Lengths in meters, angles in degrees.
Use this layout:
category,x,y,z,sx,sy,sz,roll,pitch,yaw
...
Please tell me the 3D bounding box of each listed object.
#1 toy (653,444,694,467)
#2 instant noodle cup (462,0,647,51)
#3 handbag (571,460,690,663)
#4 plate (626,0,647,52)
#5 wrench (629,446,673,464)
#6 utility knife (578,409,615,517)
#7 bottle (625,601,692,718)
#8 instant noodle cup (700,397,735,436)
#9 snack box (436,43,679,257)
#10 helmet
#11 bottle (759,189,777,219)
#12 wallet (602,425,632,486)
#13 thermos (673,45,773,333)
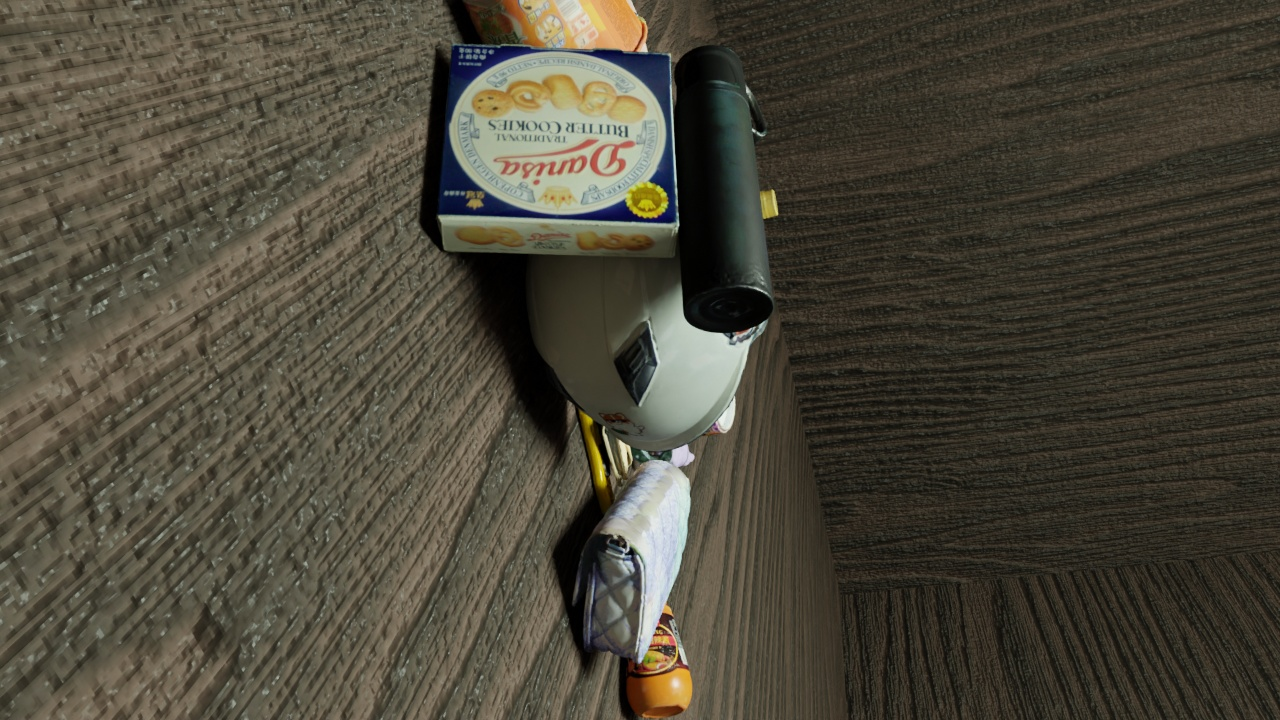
category,x,y,z,sx,sy,sz,roll,pitch,yaw
toy,0.029,0.094,1.125,0.083,0.039,0.108,-41,120,-50
instant noodle cup,-0.083,-0.314,0.832,0.111,0.152,0.151,56,26,-38
handbag,-0.006,0.189,0.883,0.193,0.075,0.134,-46,144,-71
plate,-0.028,-0.322,1.054,0.230,0.028,0.229,167,-89,-77
wrench,-0.006,0.006,1.022,0.016,0.056,0.274,-77,161,-61
utility knife,-0.047,0.085,0.941,0.033,0.015,0.181,-56,134,-74
bottle,0.013,0.290,0.953,0.067,0.067,0.149,59,18,-53
instant noodle cup,0.065,0.054,1.191,0.111,0.099,0.111,-1,90,-66
snack box,-0.062,-0.169,0.728,0.046,0.178,0.182,101,-12,-62
helmet,-0.016,-0.068,0.817,0.156,0.231,0.273,22,69,-43
bottle,0.048,-0.160,1.063,0.065,0.219,0.065,-9,89,-74
wallet,-0.026,0.075,0.986,0.115,0.024,0.087,-98,179,-65
thermos,0.072,-0.141,0.737,0.090,0.069,0.242,15,59,-26
